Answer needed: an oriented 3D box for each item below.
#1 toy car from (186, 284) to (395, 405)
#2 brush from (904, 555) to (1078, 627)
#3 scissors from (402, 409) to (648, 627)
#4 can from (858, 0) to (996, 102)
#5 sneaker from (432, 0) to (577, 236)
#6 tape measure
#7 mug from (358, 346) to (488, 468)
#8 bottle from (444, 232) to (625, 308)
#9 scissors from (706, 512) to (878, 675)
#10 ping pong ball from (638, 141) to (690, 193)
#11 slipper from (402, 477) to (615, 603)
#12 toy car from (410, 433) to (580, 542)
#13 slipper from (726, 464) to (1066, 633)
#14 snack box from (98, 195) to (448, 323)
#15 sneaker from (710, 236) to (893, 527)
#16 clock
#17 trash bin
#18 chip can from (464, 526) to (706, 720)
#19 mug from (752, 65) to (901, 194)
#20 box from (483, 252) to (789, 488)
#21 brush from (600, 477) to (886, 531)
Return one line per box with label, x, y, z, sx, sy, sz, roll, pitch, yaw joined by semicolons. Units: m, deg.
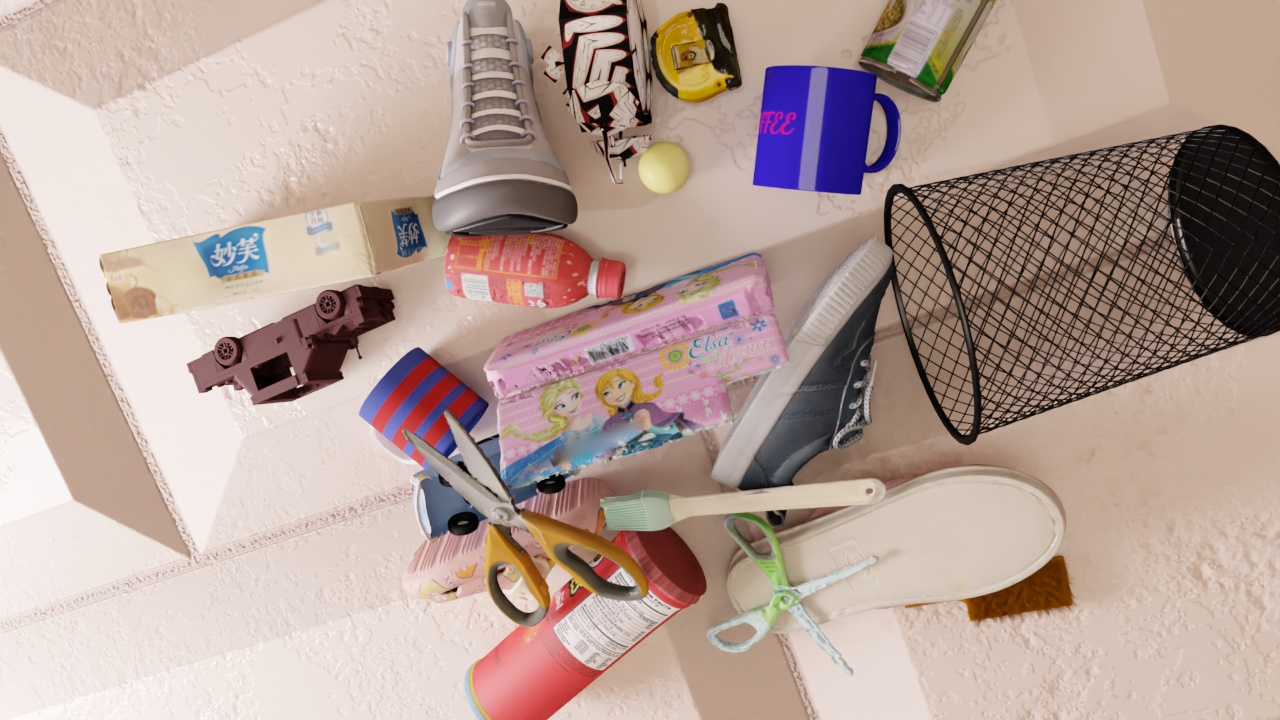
toy car;-0.286;-0.007;0.768;0.170;0.070;0.062;-22;86;12
brush;0.287;0.194;0.752;0.126;0.017;0.048;-13;100;11
scissors;-0.081;0.121;0.675;0.175;0.016;0.225;-6;125;15
can;0.211;-0.251;0.644;0.067;0.067;0.121;27;105;2
sneaker;-0.097;-0.169;0.614;0.093;0.256;0.160;-5;102;-9
tape measure;0.040;-0.228;0.690;0.064;0.037;0.065;-12;100;10
mug;-0.188;0.052;0.773;0.076;0.074;0.112;39;131;-1
bottle;-0.081;-0.072;0.729;0.137;0.062;0.062;9;103;7
scissors;0.118;0.192;0.745;0.173;0.021;0.171;-35;95;24
ping pong ball;0.018;-0.149;0.708;0.040;0.040;0.040;2;102;8
slipper;-0.104;0.166;0.772;0.197;0.093;0.081;-22;107;11
toy car;-0.117;0.091;0.738;0.055;0.153;0.056;20;123;47
slipper;0.196;0.150;0.737;0.275;0.054;0.114;-22;101;24
snack box;-0.272;-0.081;0.709;0.207;0.153;0.055;-9;101;11
sneaker;0.139;0.021;0.703;0.087;0.089;0.236;30;111;3
clock;-0.030;-0.202;0.662;0.065;0.114;0.154;-4;84;9
trash bin;0.297;-0.059;0.622;0.210;0.184;0.184;-15;99;6
chip can;-0.049;0.228;0.776;0.087;0.087;0.214;46;105;-3
mug;0.141;-0.166;0.673;0.111;0.079;0.083;0;103;-20
box;-0.008;-0.004;0.689;0.231;0.160;0.062;-18;129;12
brush;0.077;0.109;0.705;0.218;0.012;0.033;-7;117;11
